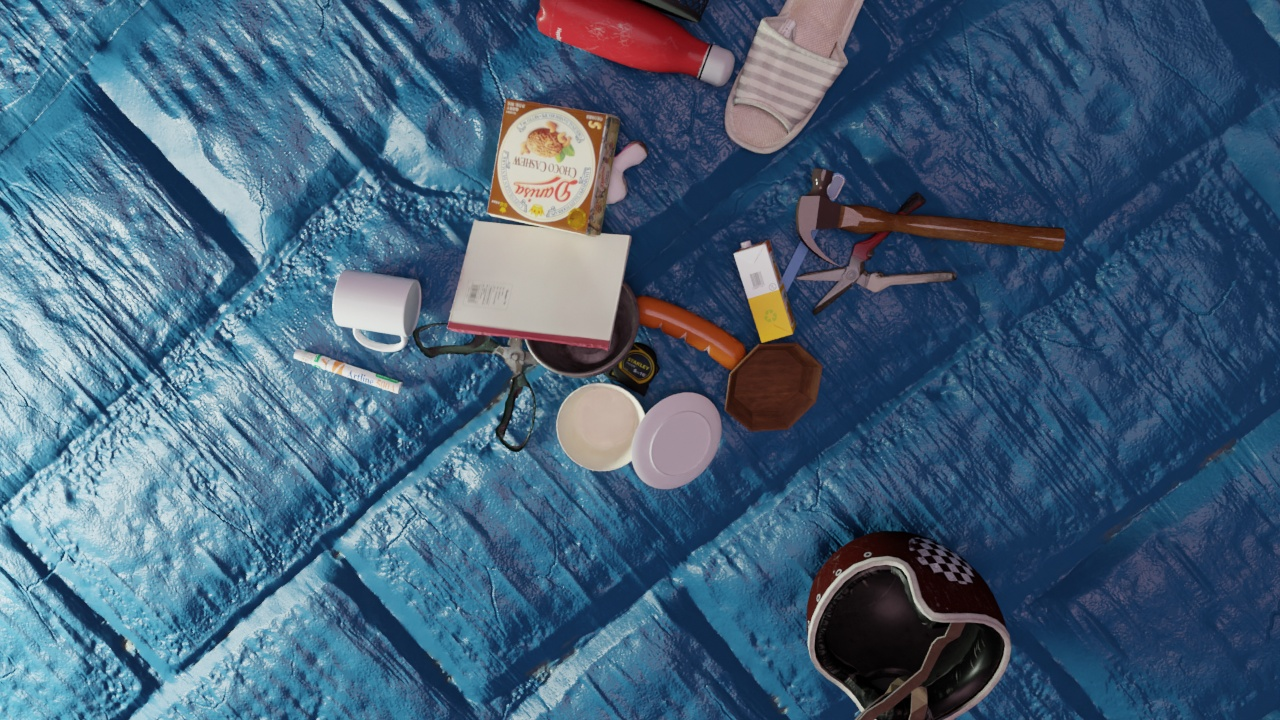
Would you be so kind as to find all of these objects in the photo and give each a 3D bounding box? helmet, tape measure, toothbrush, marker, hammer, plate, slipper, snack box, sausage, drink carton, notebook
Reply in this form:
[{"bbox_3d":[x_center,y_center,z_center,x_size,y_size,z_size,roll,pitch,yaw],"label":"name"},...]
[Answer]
[{"bbox_3d":[0.318,0.339,1.119,0.233,0.253,0.234,1,118,-22],"label":"helmet"},{"bbox_3d":[-0.007,0.007,1.188,0.061,0.034,0.061,30,103,-3],"label":"tape measure"},{"bbox_3d":[0.213,-0.158,1.156,0.016,0.014,0.167,25,101,-2],"label":"toothbrush"},{"bbox_3d":[-0.388,0.014,1.219,0.145,0.017,0.017,18,101,0],"label":"marker"},{"bbox_3d":[0.352,-0.163,1.123,0.323,0.033,0.115,6,99,1],"label":"hammer"},{"bbox_3d":[0.166,0.030,1.168,0.131,0.025,0.131,-6,117,-12],"label":"plate"},{"bbox_3d":[0.193,-0.378,1.100,0.114,0.054,0.273,29,100,-7],"label":"slipper"},{"bbox_3d":[-0.107,-0.236,1.122,0.143,0.041,0.147,15,102,21],"label":"snack box"},{"bbox_3d":[0.061,-0.039,1.173,0.164,0.039,0.044,26,101,-2],"label":"sausage"},{"bbox_3d":[0.050,0.106,1.177,0.134,0.011,0.135,-11,114,-26],"label":"plate"},{"bbox_3d":[0.155,-0.091,1.145,0.040,0.058,0.122,-16,99,17],"label":"drink carton"},{"bbox_3d":[-0.126,-0.096,1.137,0.209,0.012,0.153,7,74,12],"label":"notebook"}]

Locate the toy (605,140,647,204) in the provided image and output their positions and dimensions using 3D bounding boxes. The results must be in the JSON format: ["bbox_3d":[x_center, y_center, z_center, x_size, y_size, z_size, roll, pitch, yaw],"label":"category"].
[{"bbox_3d":[-0.049,-0.232,1.145,0.079,0.038,0.123,32,99,-9],"label":"toy"}]

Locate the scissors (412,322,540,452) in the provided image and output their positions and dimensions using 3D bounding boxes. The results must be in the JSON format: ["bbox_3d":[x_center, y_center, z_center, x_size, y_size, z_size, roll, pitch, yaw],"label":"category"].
[{"bbox_3d":[-0.195,0.025,1.200,0.202,0.015,0.205,3,107,0],"label":"scissors"}]

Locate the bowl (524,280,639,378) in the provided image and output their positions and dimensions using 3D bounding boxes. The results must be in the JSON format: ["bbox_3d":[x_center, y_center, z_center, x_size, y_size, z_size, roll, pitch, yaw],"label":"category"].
[{"bbox_3d":[-0.069,-0.039,1.151,0.145,0.067,0.144,-3,71,8],"label":"bowl"}]

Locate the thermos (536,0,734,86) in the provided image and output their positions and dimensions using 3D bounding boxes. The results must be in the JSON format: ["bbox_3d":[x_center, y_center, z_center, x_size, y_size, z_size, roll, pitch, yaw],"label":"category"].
[{"bbox_3d":[-0.002,-0.387,1.096,0.240,0.073,0.073,21,101,-1],"label":"thermos"}]

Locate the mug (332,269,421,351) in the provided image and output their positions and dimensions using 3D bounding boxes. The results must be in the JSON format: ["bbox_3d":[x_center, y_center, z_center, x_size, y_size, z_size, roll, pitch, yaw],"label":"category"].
[{"bbox_3d":[-0.337,-0.059,1.182,0.090,0.073,0.111,9,126,1],"label":"mug"}]

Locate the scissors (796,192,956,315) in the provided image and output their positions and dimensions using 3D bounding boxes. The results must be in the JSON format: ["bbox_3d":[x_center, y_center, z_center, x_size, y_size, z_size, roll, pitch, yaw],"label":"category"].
[{"bbox_3d":[0.307,-0.122,1.156,0.179,0.015,0.199,26,101,-2],"label":"scissors"}]

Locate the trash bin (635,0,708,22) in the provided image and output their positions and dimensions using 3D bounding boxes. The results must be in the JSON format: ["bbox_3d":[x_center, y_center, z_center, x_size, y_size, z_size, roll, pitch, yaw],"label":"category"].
[{"bbox_3d":[0.039,-0.509,1.025,0.184,0.183,0.210,22,106,-1],"label":"trash bin"}]

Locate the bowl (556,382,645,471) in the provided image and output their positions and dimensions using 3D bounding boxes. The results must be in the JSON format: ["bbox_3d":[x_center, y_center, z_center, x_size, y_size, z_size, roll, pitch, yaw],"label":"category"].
[{"bbox_3d":[-0.048,0.079,1.188,0.115,0.062,0.115,1,100,3],"label":"bowl"}]
